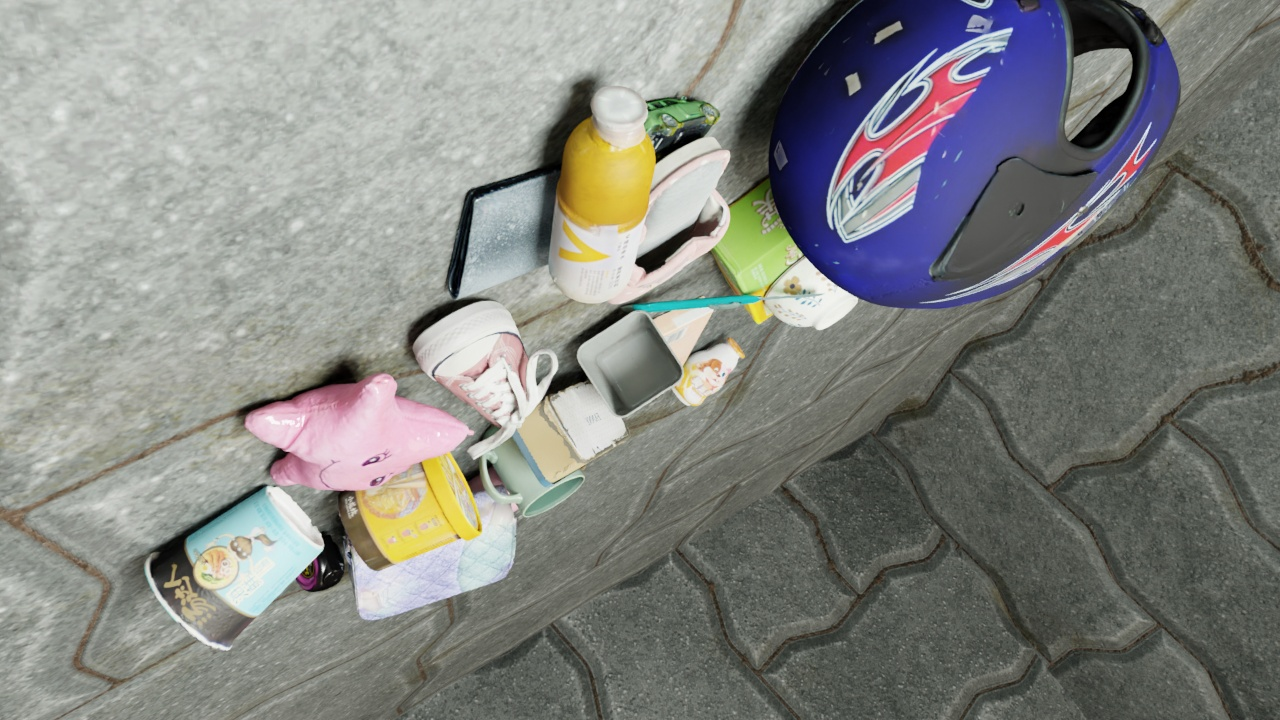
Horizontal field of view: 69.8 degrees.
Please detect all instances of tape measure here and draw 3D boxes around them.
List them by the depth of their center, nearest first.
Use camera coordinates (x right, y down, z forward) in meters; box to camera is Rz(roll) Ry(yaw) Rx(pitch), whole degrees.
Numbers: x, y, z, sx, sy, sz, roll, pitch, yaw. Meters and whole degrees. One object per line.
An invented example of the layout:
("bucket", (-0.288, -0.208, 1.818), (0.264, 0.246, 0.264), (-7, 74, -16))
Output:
("tape measure", (-0.356, 0.226, 1.020), (0.058, 0.057, 0.039), (-36, 163, 31))

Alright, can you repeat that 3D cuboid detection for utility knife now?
("utility knife", (0.086, -0.061, 0.974), (0.217, 0.013, 0.029), (-4, 173, 12))

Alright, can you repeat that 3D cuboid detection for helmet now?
("helmet", (0.248, -0.193, 0.736), (0.240, 0.247, 0.316), (27, 117, -41))

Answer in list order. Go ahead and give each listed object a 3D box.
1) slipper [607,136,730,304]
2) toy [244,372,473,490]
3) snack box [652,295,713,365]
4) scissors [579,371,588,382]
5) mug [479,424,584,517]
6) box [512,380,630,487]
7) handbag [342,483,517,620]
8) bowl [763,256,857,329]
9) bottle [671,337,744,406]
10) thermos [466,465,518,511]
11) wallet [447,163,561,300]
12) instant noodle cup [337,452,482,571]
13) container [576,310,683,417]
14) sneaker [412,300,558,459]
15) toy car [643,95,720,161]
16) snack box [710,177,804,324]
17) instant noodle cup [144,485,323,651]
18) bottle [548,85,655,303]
("slipper", (0.023, -0.106, 0.803), (0.114, 0.054, 0.275), (-30, 171, -17))
("toy", (-0.229, 0.061, 0.770), (0.178, 0.074, 0.195), (-5, 155, -17))
("snack box", (0.031, -0.015, 1.151), (0.084, 0.026, 0.158), (-26, 161, -27))
("scissors", (-0.070, 0.057, 1.138), (0.181, 0.014, 0.160), (-18, 147, -11))
("mug", (-0.137, 0.119, 1.057), (0.111, 0.106, 0.082), (-21, 158, -40))
("box", (-0.077, 0.077, 1.013), (0.060, 0.090, 0.184), (-32, 174, 19))
("handbag", (-0.246, 0.220, 1.072), (0.193, 0.075, 0.134), (-12, 137, -26))
("bowl", (0.200, -0.074, 1.013), (0.113, 0.062, 0.114), (-32, 161, -12))
("bottle", (0.094, 0.014, 1.284), (0.108, 0.063, 0.063), (-39, 162, 12))
("thermos", (-0.211, 0.185, 1.178), (0.198, 0.067, 0.087), (-33, -173, -10))
("wallet", (-0.098, -0.100, 0.708), (0.097, 0.019, 0.121), (-27, 160, -32))
("instant noodle cup", (-0.241, 0.153, 0.954), (0.114, 0.118, 0.118), (-27, 162, -4))
("container", (-0.006, 0.006, 1.014), (0.090, 0.090, 0.114), (-33, 175, 3))
("sneaker", (-0.132, 0.021, 0.842), (0.118, 0.088, 0.241), (-33, 164, -5))
("toy car", (0.022, -0.176, 0.694), (0.091, 0.036, 0.043), (-22, 159, -43))
("snack box", (0.162, -0.133, 1.011), (0.158, 0.070, 0.210), (-36, 163, 4))
("instant noodle cup", (-0.359, 0.179, 0.830), (0.120, 0.111, 0.111), (-41, 164, -10))
("bottle", (-0.028, -0.116, 0.668), (0.067, 0.068, 0.190), (-27, 158, -24))
